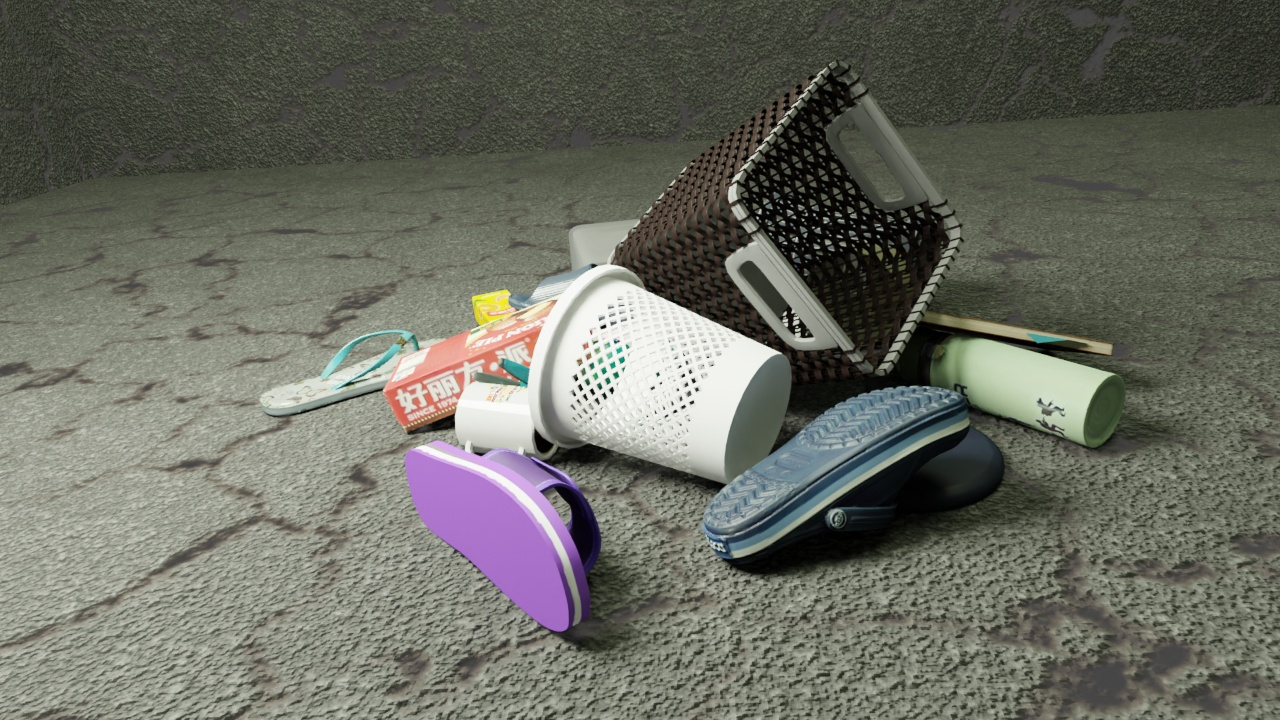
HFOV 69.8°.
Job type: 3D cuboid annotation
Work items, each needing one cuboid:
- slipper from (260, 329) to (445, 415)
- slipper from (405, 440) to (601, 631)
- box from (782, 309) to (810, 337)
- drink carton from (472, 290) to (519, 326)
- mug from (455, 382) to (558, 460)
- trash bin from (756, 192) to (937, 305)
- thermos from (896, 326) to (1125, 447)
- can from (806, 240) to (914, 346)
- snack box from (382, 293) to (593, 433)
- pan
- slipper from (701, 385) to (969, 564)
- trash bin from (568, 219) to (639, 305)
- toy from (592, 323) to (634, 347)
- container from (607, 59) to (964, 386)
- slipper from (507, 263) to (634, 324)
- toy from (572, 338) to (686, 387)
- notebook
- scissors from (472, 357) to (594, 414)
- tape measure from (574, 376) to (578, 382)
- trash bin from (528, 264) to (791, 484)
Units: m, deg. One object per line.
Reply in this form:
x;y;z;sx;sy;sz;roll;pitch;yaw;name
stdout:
-0.355;0.006;1.184;0.268;0.055;0.098;-24;31;-37;slipper
-0.102;0.124;0.773;0.083;0.107;0.267;-19;22;-34;slipper
0.158;-0.071;1.225;0.128;0.109;0.137;-14;37;-30;box
-0.205;-0.063;1.343;0.058;0.043;0.134;-13;22;-16;drink carton
-0.140;0.074;0.955;0.090;0.073;0.105;4;49;21;mug
0.294;-0.148;1.316;0.228;0.164;0.163;13;27;29;trash bin
0.379;0.019;0.973;0.082;0.082;0.232;-18;26;-32;thermos
0.288;-0.089;1.202;0.128;0.128;0.073;9;23;30;can
-0.172;-0.003;1.069;0.236;0.060;0.113;-22;20;4;snack box
0.259;0.061;0.972;0.199;0.021;0.355;-1;21;7;pan
0.171;0.106;0.791;0.252;0.095;0.105;-28;12;-12;slipper
-0.007;-0.151;1.457;0.191;0.098;0.219;-7;23;-7;trash bin
-0.019;-0.030;1.221;0.110;0.047;0.063;5;11;35;toy
0.149;-0.122;1.002;0.244;0.247;0.244;-18;29;54;container
-0.053;-0.094;1.294;0.264;0.082;0.101;7;9;5;slipper
-0.007;0.006;1.103;0.193;0.072;0.131;-7;-17;-16;toy
0.402;-0.034;1.053;0.249;0.014;0.178;10;3;0;notebook
-0.113;0.030;0.999;0.156;0.125;0.019;8;66;7;scissors
-0.098;0.004;1.155;0.071;0.042;0.072;2;18;13;tape measure
0.029;0.026;0.906;0.200;0.196;0.194;20;31;28;trash bin
